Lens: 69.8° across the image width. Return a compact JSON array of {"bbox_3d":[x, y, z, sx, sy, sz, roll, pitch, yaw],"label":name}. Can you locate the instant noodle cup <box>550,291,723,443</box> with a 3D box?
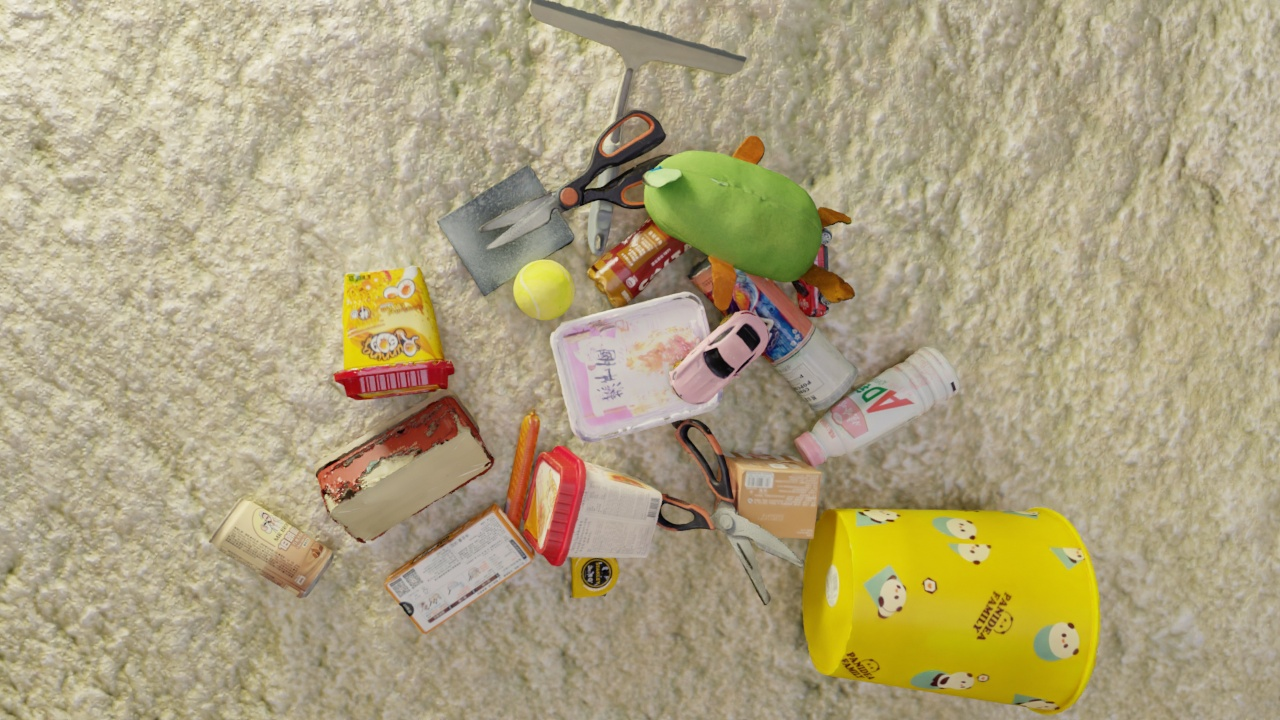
[{"bbox_3d":[-0.006,0.006,1.020,0.173,0.060,0.138,-14,99,-7],"label":"instant noodle cup"}]

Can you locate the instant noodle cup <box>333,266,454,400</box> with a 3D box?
[{"bbox_3d":[-0.258,-0.027,0.951,0.116,0.116,0.123,-7,86,-9],"label":"instant noodle cup"}]

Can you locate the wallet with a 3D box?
[{"bbox_3d":[-0.146,-0.142,1.001,0.120,0.019,0.097,-33,103,-6],"label":"wallet"}]

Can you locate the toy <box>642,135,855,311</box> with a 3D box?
[{"bbox_3d":[0.111,-0.147,0.954,0.246,0.090,0.226,21,57,-13],"label":"toy"}]

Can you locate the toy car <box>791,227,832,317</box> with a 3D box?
[{"bbox_3d":[0.191,-0.109,1.048,0.045,0.053,0.120,-7,95,-8],"label":"toy car"}]

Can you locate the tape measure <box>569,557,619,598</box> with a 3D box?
[{"bbox_3d":[-0.054,0.240,1.053,0.057,0.029,0.060,-2,96,-9],"label":"tape measure"}]

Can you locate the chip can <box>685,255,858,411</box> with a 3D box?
[{"bbox_3d":[0.150,-0.042,1.037,0.071,0.071,0.214,-45,101,-3],"label":"chip can"}]

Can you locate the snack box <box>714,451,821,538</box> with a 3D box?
[{"bbox_3d":[0.142,0.152,1.045,0.092,0.094,0.077,4,95,-11],"label":"snack box"}]

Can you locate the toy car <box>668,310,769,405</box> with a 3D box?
[{"bbox_3d":[0.086,-0.002,0.988,0.122,0.037,0.056,-43,100,-2],"label":"toy car"}]

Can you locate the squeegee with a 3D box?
[{"bbox_3d":[-0.026,-0.237,1.001,0.246,0.039,0.247,8,101,-21],"label":"squeegee"}]

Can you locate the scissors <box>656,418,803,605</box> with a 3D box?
[{"bbox_3d":[0.082,0.160,1.000,0.015,0.227,0.189,1,91,-53],"label":"scissors"}]

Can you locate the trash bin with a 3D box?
[{"bbox_3d":[0.332,0.269,1.036,0.255,0.229,0.229,6,95,-5],"label":"trash bin"}]

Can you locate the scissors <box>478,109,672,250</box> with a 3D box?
[{"bbox_3d":[-0.070,-0.192,0.970,0.234,0.022,0.160,-4,98,-12],"label":"scissors"}]

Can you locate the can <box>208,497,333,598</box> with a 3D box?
[{"bbox_3d":[-0.390,0.199,0.973,0.116,0.058,0.058,36,89,-12],"label":"can"}]

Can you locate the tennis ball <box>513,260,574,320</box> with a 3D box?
[{"bbox_3d":[-0.104,-0.076,0.991,0.065,0.065,0.065,-1,96,-10],"label":"tennis ball"}]

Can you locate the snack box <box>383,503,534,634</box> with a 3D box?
[{"bbox_3d":[-0.200,0.231,1.015,0.154,0.026,0.075,-35,102,5],"label":"snack box"}]

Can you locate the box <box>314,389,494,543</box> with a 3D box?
[{"bbox_3d":[-0.244,0.116,0.961,0.168,0.080,0.091,-31,141,-6],"label":"box"}]

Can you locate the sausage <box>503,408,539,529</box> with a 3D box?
[{"bbox_3d":[-0.136,0.135,1.030,0.021,0.021,0.165,12,94,-11],"label":"sausage"}]

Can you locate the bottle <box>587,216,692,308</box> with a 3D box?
[{"bbox_3d":[0.023,-0.133,1.011,0.175,0.057,0.057,-42,101,-4],"label":"bottle"}]

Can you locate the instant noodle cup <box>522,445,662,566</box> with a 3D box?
[{"bbox_3d":[-0.052,0.164,1.009,0.124,0.116,0.116,13,93,-22],"label":"instant noodle cup"}]

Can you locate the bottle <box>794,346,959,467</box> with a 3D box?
[{"bbox_3d":[0.274,0.060,1.074,0.197,0.068,0.068,-31,101,-3],"label":"bottle"}]
